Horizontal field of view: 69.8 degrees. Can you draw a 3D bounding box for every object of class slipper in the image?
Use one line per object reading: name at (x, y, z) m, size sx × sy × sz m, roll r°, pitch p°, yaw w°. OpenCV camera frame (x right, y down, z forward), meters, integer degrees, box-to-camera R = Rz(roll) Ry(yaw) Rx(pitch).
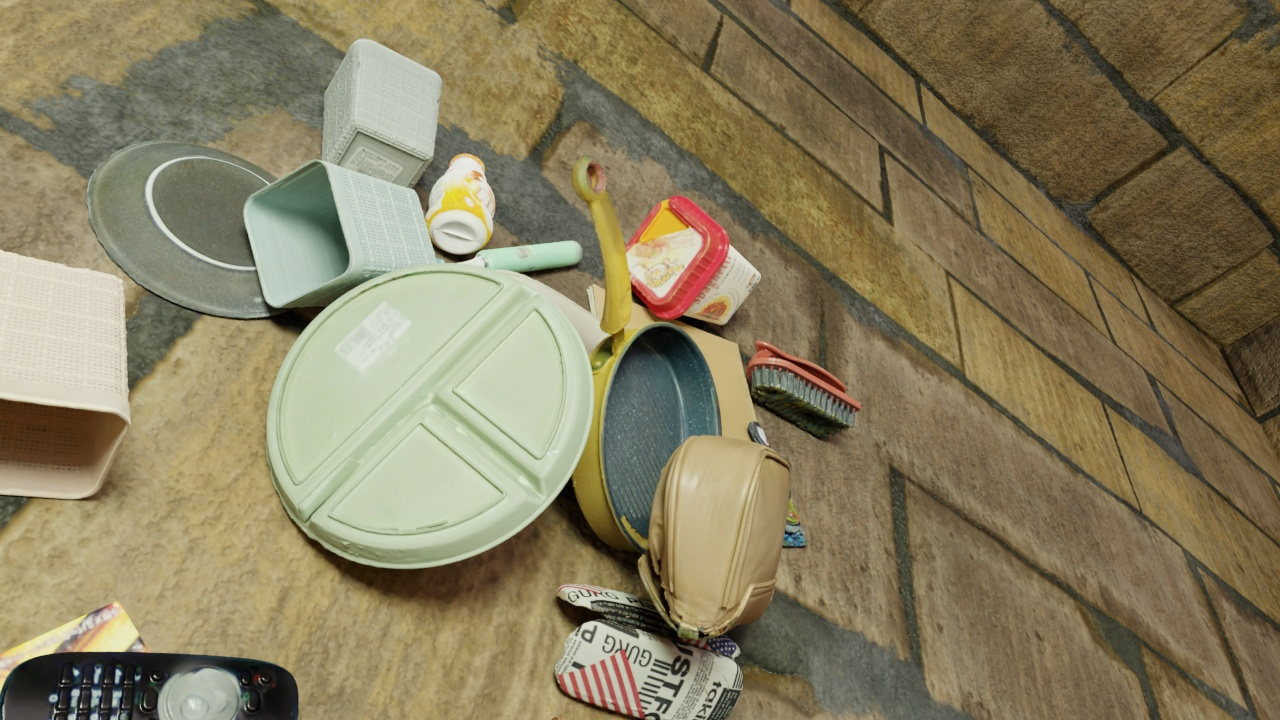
slipper at (-0.055, -0.002, 0.819) m, size 0.274 × 0.054 × 0.114 m, roll 27°, pitch 23°, yaw -51°

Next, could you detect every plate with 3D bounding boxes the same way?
plate at (-0.146, 0.027, 0.625) m, size 0.230 × 0.027 × 0.229 m, roll -2°, pitch 62°, yaw 4°
plate at (-0.324, -0.109, 0.710) m, size 0.179 × 0.024 × 0.179 m, roll 28°, pitch 39°, yaw -25°

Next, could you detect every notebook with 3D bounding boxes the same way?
notebook at (0.039, 0.010, 0.978) m, size 0.211 × 0.012 × 0.149 m, roll 20°, pitch 44°, yaw -33°

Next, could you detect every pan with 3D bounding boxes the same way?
pan at (-0.004, 0.004, 0.729) m, size 0.197 × 0.078 × 0.358 m, roll -59°, pitch 135°, yaw -43°

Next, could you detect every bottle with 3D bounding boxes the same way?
bottle at (-0.170, -0.153, 0.877) m, size 0.063 × 0.063 × 0.108 m, roll 25°, pitch 40°, yaw -27°

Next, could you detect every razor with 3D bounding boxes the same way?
razor at (0.141, 0.124, 0.953) m, size 0.042 × 0.022 × 0.142 m, roll 12°, pitch 51°, yaw -41°

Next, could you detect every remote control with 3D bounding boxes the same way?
remote control at (-0.241, 0.173, 0.457) m, size 0.136 × 0.024 × 0.053 m, roll 17°, pitch 43°, yaw -36°

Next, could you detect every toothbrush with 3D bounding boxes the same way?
toothbrush at (-0.130, -0.096, 0.884) m, size 0.026 × 0.027 × 0.223 m, roll 53°, pitch 32°, yaw 13°

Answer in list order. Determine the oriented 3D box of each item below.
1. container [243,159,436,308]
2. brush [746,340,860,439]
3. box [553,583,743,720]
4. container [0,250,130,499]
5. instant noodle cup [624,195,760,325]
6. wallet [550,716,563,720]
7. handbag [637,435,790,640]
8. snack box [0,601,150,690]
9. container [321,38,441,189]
container at (-0.227, -0.093, 0.713) m, size 0.111 × 0.090 × 0.090 m, roll -4°, pitch 76°, yaw -65°
brush at (0.182, 0.030, 1.055) m, size 0.145 × 0.063 × 0.069 m, roll 28°, pitch 54°, yaw -25°
box at (0.003, 0.224, 0.708) m, size 0.162 × 0.075 × 0.085 m, roll 24°, pitch 7°, yaw -25°
container at (-0.345, 0.006, 0.520) m, size 0.089 × 0.090 × 0.110 m, roll 13°, pitch 44°, yaw -38°
instant noodle cup at (0.060, -0.102, 1.022) m, size 0.124 × 0.116 × 0.116 m, roll 21°, pitch 22°, yaw -50°
wallet at (-0.019, 0.313, 0.595) m, size 0.130 × 0.035 × 0.118 m, roll 37°, pitch 36°, yaw -11°
handbag at (0.060, 0.133, 0.711) m, size 0.204 × 0.100 × 0.147 m, roll 35°, pitch 64°, yaw -70°
snack box at (-0.269, 0.200, 0.453) m, size 0.140 × 0.034 × 0.086 m, roll 54°, pitch 36°, yaw 8°
container at (-0.240, -0.215, 0.847) m, size 0.090 × 0.090 × 0.114 m, roll 19°, pitch 46°, yaw -32°
